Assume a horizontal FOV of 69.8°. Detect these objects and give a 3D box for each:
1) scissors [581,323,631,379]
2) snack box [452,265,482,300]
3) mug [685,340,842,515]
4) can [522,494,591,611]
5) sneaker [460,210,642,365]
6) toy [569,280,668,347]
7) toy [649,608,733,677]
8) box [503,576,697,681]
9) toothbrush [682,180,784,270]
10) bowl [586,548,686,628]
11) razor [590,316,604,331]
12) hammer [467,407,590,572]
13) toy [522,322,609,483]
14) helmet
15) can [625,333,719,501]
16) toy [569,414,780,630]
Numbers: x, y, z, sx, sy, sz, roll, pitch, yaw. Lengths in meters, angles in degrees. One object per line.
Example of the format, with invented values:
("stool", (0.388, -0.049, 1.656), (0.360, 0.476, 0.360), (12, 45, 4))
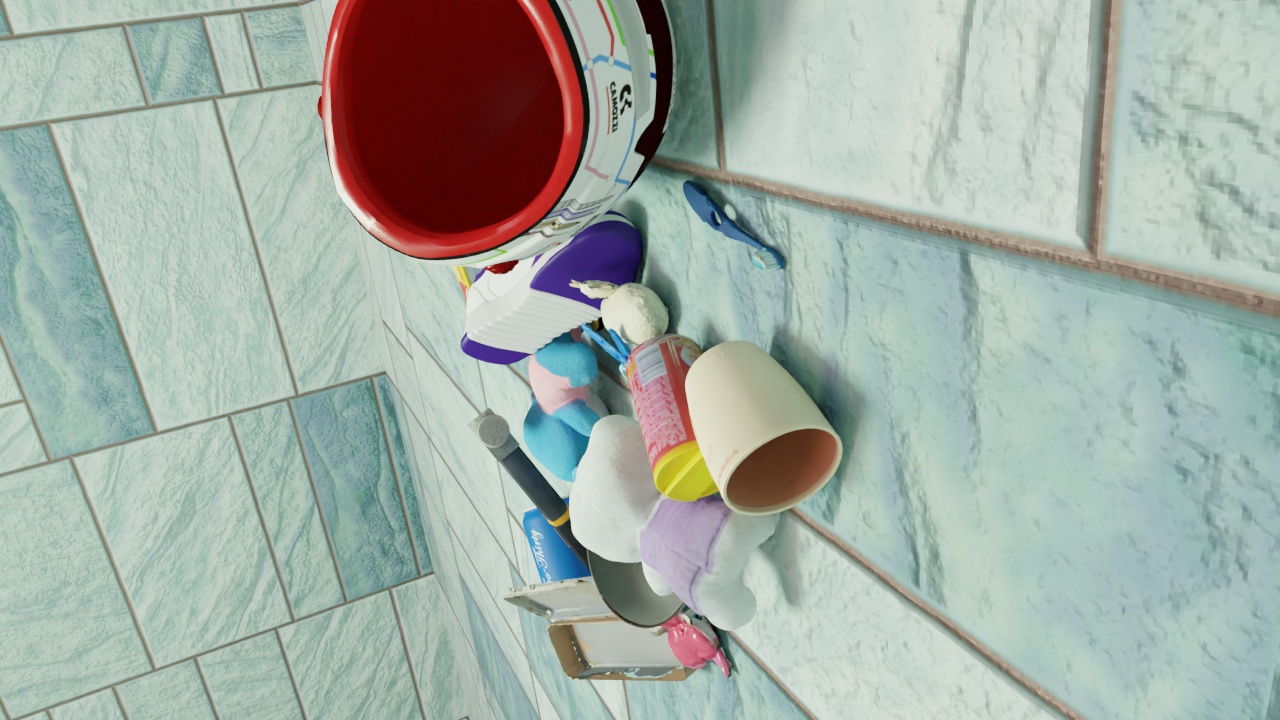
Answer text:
("scissors", (-0.006, 0.005, 0.846), (0.125, 0.014, 0.131), (40, 165, 11))
("snack box", (-0.171, -0.104, 1.116), (0.200, 0.092, 0.042), (65, 156, 21))
("mug", (0.083, 0.049, 0.640), (0.111, 0.085, 0.104), (54, -173, -45))
("can", (-0.102, 0.259, 1.222), (0.146, 0.078, 0.079), (71, 158, 7))
("sneaker", (-0.088, -0.092, 0.896), (0.245, 0.091, 0.111), (-31, 49, 38))
("toy", (-0.009, -0.042, 0.815), (0.112, 0.050, 0.087), (52, 162, -10))
("toy", (0.049, 0.267, 0.905), (0.102, 0.050, 0.066), (43, 148, -14))
("box", (-0.044, 0.291, 1.013), (0.157, 0.071, 0.217), (46, 141, -20))
("toothbrush", (0.061, -0.098, 0.657), (0.132, 0.016, 0.021), (50, 146, 44))
("bowl", (0.017, 0.173, 0.869), (0.151, 0.056, 0.150), (-7, 81, 46))
("razor", (-0.054, -0.099, 0.929), (0.044, 0.021, 0.144), (16, 119, 52))
("hammer", (-0.085, 0.182, 1.035), (0.312, 0.035, 0.139), (52, 168, -9))
("toy", (-0.074, 0.049, 0.980), (0.224, 0.098, 0.192), (-120, 28, -53))
("helmet", (-0.090, -0.206, 0.660), (0.231, 0.235, 0.316), (42, 137, -5))
("can", (0.031, 0.043, 0.723), (0.067, 0.066, 0.124), (98, 162, -46))
("toy", (0.013, 0.136, 0.776), (0.209, 0.085, 0.138), (26, 113, 43))
